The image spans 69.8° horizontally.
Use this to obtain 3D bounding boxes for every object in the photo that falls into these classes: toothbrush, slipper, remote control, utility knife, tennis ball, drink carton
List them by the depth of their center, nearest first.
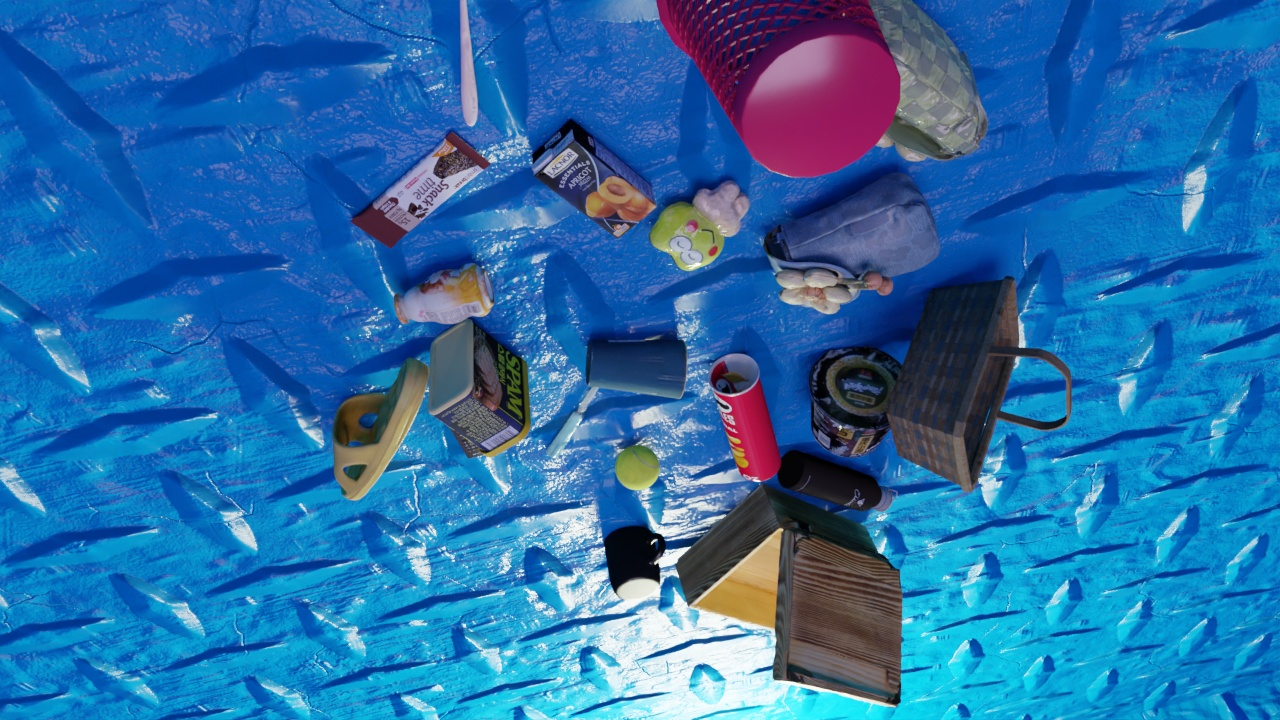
[{"bbox_3d":[-0.162,-0.295,0.850,0.015,0.018,0.182,-3,138,-9],"label":"toothbrush"},{"bbox_3d":[-0.048,-0.191,0.971,0.064,0.040,0.130,-36,132,24],"label":"drink carton"},{"bbox_3d":[-0.347,0.087,1.161,0.078,0.099,0.264,21,131,-24],"label":"slipper"},{"bbox_3d":[-0.243,0.086,1.247,0.032,0.015,0.136,-15,135,4],"label":"remote control"},{"bbox_3d":[-0.090,0.083,1.277,0.022,0.015,0.180,12,135,-25],"label":"utility knife"},{"bbox_3d":[-0.004,0.156,1.340,0.065,0.065,0.065,-6,138,-6],"label":"tennis ball"}]

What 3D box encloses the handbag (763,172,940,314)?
[{"bbox_3d":[0.245,-0.121,1.055,0.192,0.118,0.122,-20,138,17],"label":"handbag"}]

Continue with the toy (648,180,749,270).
[{"bbox_3d":[0.070,-0.154,1.035,0.115,0.046,0.092,-39,129,16],"label":"toy"}]

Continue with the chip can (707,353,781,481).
[{"bbox_3d":[0.150,0.086,1.296,0.069,0.069,0.221,-16,138,5],"label":"chip can"}]

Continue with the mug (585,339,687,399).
[{"bbox_3d":[-0.007,0.007,1.175,0.121,0.078,0.078,4,136,-10],"label":"mug"}]

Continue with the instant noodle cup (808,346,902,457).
[{"bbox_3d":[0.294,0.064,1.269,0.137,0.137,0.112,-7,146,-5],"label":"instant noodle cup"}]

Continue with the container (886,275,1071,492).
[{"bbox_3d":[0.436,0.028,1.145,0.187,0.249,0.157,11,149,32],"label":"container"}]

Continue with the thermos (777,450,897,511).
[{"bbox_3d":[0.324,0.201,1.466,0.231,0.061,0.061,20,129,-30],"label":"thermos"}]

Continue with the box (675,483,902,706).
[{"bbox_3d":[0.279,0.397,1.480,0.279,0.314,0.283,26,118,-32],"label":"box"}]

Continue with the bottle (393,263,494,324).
[{"bbox_3d":[-0.224,-0.071,1.044,0.108,0.063,0.063,-14,138,2],"label":"bottle"}]

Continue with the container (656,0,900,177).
[{"bbox_3d":[0.122,-0.274,0.779,0.183,0.225,0.183,-6,138,-6],"label":"container"}]

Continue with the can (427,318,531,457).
[{"bbox_3d":[-0.196,0.031,1.111,0.075,0.135,0.104,-30,132,19],"label":"can"}]

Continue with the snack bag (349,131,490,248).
[{"bbox_3d":[-0.232,-0.176,0.966,0.158,0.013,0.057,-33,135,22],"label":"snack bag"}]

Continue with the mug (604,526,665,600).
[{"bbox_3d":[-0.001,0.325,1.504,0.085,0.094,0.122,24,127,-34],"label":"mug"}]

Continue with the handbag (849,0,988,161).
[{"bbox_3d":[0.256,-0.273,0.909,0.186,0.113,0.117,27,139,-31],"label":"handbag"}]
